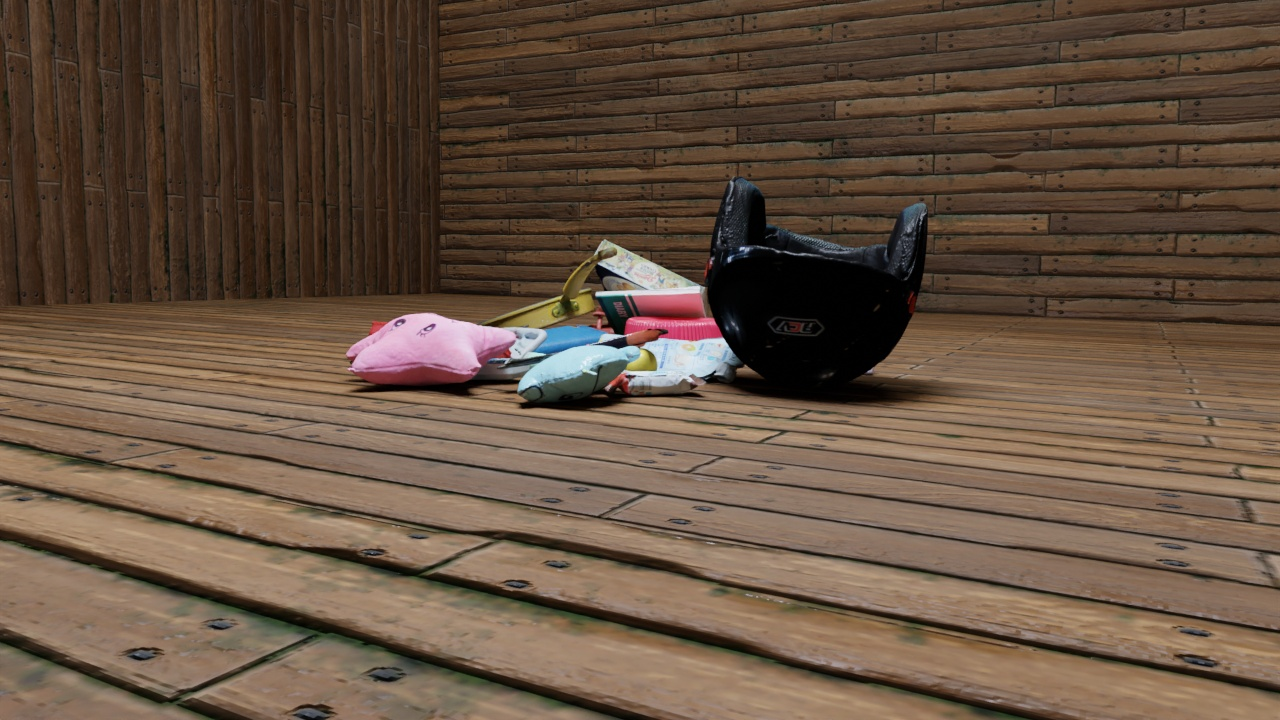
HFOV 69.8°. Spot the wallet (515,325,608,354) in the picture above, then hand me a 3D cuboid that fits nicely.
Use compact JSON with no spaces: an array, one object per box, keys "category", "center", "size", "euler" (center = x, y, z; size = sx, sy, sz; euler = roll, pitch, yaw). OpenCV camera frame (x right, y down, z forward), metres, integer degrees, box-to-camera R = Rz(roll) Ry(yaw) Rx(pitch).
[{"category":"wallet","center":[-0.122,-0.022,1.319],"size":[0.132,0.040,0.106],"euler":[-10,11,-25]}]

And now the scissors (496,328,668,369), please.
[{"category":"scissors","center":[-0.058,-0.013,1.025],"size":[0.192,0.015,0.207],"euler":[-14,-3,10]}]

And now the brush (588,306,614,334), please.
[{"category":"brush","center":[-0.059,-0.055,1.505],"size":[0.063,0.069,0.145],"euler":[1,6,6]}]

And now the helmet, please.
[{"category":"helmet","center":[0.190,-0.078,1.027],"size":[0.234,0.230,0.274],"euler":[10,16,16]}]

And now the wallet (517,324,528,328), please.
[{"category":"wallet","center":[-0.235,-0.031,1.332],"size":[0.122,0.020,0.096],"euler":[-5,15,32]}]

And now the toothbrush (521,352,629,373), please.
[{"category":"toothbrush","center":[-0.057,0.011,1.081],"size":[0.225,0.026,0.027],"euler":[6,-13,40]}]

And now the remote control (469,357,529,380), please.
[{"category":"remote control","center":[-0.193,0.010,1.078],"size":[0.125,0.024,0.049],"euler":[0,5,24]}]

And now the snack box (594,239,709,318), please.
[{"category":"snack box","center":[0.021,-0.103,1.464],"size":[0.182,0.045,0.178],"euler":[28,-12,16]}]

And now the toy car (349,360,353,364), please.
[{"category":"toy car","center":[-0.325,-0.004,1.158],"size":[0.105,0.032,0.048],"euler":[9,9,42]}]

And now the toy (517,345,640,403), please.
[{"category":"toy","center":[-0.060,0.011,0.931],"size":[0.161,0.050,0.157],"euler":[-20,-1,-26]}]

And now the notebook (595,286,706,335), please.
[{"category":"notebook","center":[0.026,-0.059,1.381],"size":[0.150,0.012,0.209],"euler":[-1,-21,10]}]

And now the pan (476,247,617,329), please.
[{"category":"pan","center":[-0.129,-0.098,1.425],"size":[0.197,0.078,0.358],"euler":[-22,5,-35]}]

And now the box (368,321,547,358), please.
[{"category":"box","center":[-0.238,-0.021,1.196],"size":[0.201,0.073,0.154],"euler":[5,3,31]}]

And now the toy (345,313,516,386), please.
[{"category":"toy","center":[-0.238,-0.008,1.009],"size":[0.195,0.075,0.178],"euler":[10,22,38]}]

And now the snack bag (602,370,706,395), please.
[{"category":"snack bag","center":[0.014,0.023,0.971],"size":[0.104,0.026,0.048],"euler":[-1,10,-17]}]

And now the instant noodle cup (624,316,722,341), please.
[{"category":"instant noodle cup","center":[0.048,-0.027,1.285],"size":[0.194,0.066,0.193],"euler":[2,5,0]}]

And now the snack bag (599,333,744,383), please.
[{"category":"snack bag","center":[0.038,-0.005,1.136],"size":[0.191,0.039,0.110],"euler":[2,20,15]}]

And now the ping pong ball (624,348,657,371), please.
[{"category":"ping pong ball","center":[0.000,0.005,1.076],"size":[0.040,0.040,0.040],"euler":[1,6,0]}]

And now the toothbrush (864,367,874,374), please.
[{"category":"toothbrush","center":[0.224,0.003,1.250],"size":[0.189,0.029,0.021],"euler":[3,-34,33]}]
